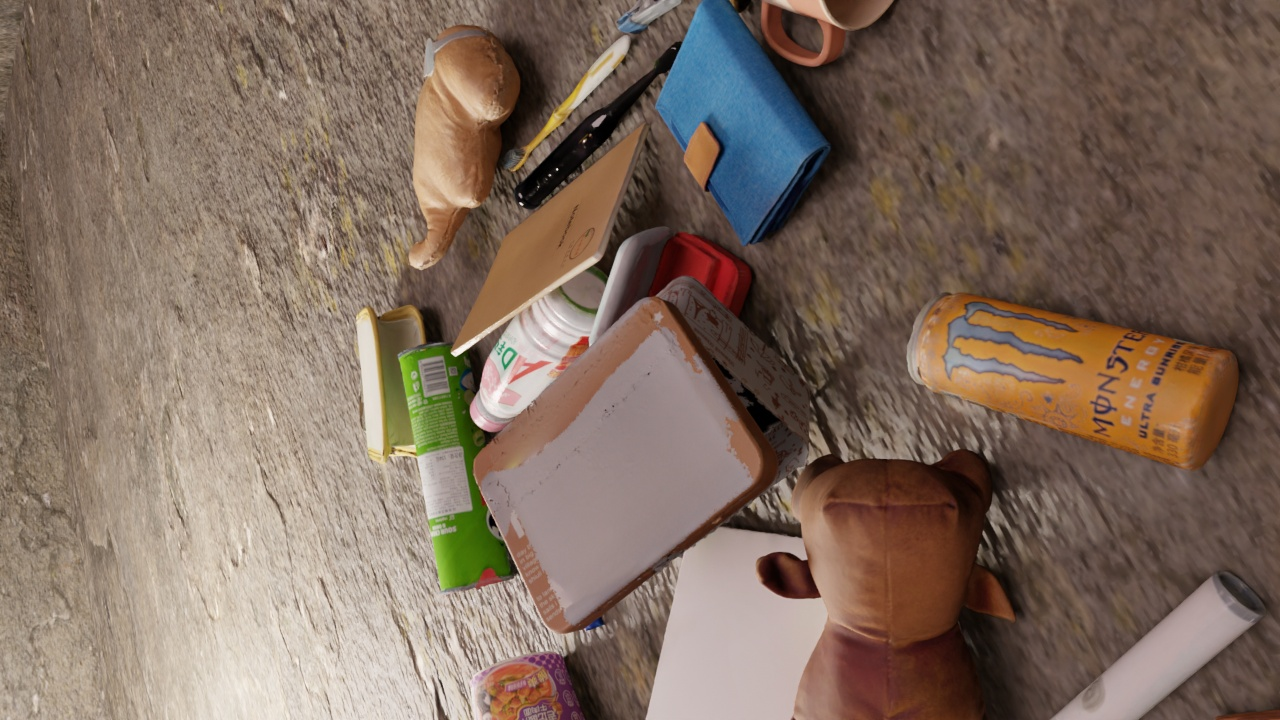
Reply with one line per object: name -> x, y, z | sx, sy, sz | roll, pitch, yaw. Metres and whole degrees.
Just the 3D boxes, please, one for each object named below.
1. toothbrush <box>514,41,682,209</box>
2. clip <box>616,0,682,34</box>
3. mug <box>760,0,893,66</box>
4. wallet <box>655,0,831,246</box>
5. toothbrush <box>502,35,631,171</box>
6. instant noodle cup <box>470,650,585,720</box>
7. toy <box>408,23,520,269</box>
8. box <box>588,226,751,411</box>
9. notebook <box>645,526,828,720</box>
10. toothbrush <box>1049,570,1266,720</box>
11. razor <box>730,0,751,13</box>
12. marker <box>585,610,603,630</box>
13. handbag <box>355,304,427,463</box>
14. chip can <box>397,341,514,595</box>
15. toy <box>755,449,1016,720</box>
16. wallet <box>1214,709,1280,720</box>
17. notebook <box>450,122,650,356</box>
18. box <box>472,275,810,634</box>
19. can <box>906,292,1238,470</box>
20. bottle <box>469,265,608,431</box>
toothbrush -> -0.036, -0.188, 0.747 | 0.026, 0.027, 0.213 | 41, 134, -17
clip -> 0.006, -0.269, 0.695 | 0.057, 0.024, 0.028 | -30, 75, 40
mug -> 0.100, -0.243, 0.564 | 0.106, 0.081, 0.115 | 38, 144, 41
wallet -> 0.063, -0.156, 0.607 | 0.133, 0.040, 0.107 | 61, 152, 17
toothbrush -> -0.067, -0.215, 0.781 | 0.192, 0.018, 0.016 | -33, 71, 45
instant noodle cup -> -0.097, 0.313, 0.797 | 0.112, 0.111, 0.099 | -44, 52, 40
toy -> -0.173, -0.195, 0.850 | 0.226, 0.082, 0.143 | -67, 29, 30
box -> -0.007, 0.003, 0.675 | 0.095, 0.099, 0.202 | 39, 120, 39
notebook -> 0.065, 0.218, 0.614 | 0.151, 0.012, 0.208 | -3, 65, 47
toothbrush -> 0.235, 0.191, 0.483 | 0.026, 0.026, 0.222 | 31, 120, 4
razor -> 0.022, -0.302, 0.656 | 0.067, 0.062, 0.167 | -42, 64, 4
marker -> -0.065, 0.165, 0.809 | 0.017, 0.016, 0.145 | -39, 65, 41
handbag -> -0.277, 0.026, 1.006 | 0.179, 0.063, 0.163 | -6, 88, 62
chip can -> -0.179, 0.102, 0.886 | 0.072, 0.072, 0.236 | -22, 77, 46
toy -> 0.138, 0.151, 0.518 | 0.140, 0.130, 0.199 | -3, 85, 19
wallet -> 0.316, 0.214, 0.390 | 0.119, 0.035, 0.130 | -29, 71, 44
notebook -> -0.077, -0.094, 0.746 | 0.208, 0.008, 0.147 | -27, 36, 45
box -> -0.001, 0.062, 0.565 | 0.150, 0.168, 0.182 | 41, 117, -14
can -> 0.214, 0.006, 0.467 | 0.146, 0.058, 0.058 | 20, 108, 44
bottle -> -0.092, -0.004, 0.792 | 0.198, 0.068, 0.068 | -47, 60, 42
